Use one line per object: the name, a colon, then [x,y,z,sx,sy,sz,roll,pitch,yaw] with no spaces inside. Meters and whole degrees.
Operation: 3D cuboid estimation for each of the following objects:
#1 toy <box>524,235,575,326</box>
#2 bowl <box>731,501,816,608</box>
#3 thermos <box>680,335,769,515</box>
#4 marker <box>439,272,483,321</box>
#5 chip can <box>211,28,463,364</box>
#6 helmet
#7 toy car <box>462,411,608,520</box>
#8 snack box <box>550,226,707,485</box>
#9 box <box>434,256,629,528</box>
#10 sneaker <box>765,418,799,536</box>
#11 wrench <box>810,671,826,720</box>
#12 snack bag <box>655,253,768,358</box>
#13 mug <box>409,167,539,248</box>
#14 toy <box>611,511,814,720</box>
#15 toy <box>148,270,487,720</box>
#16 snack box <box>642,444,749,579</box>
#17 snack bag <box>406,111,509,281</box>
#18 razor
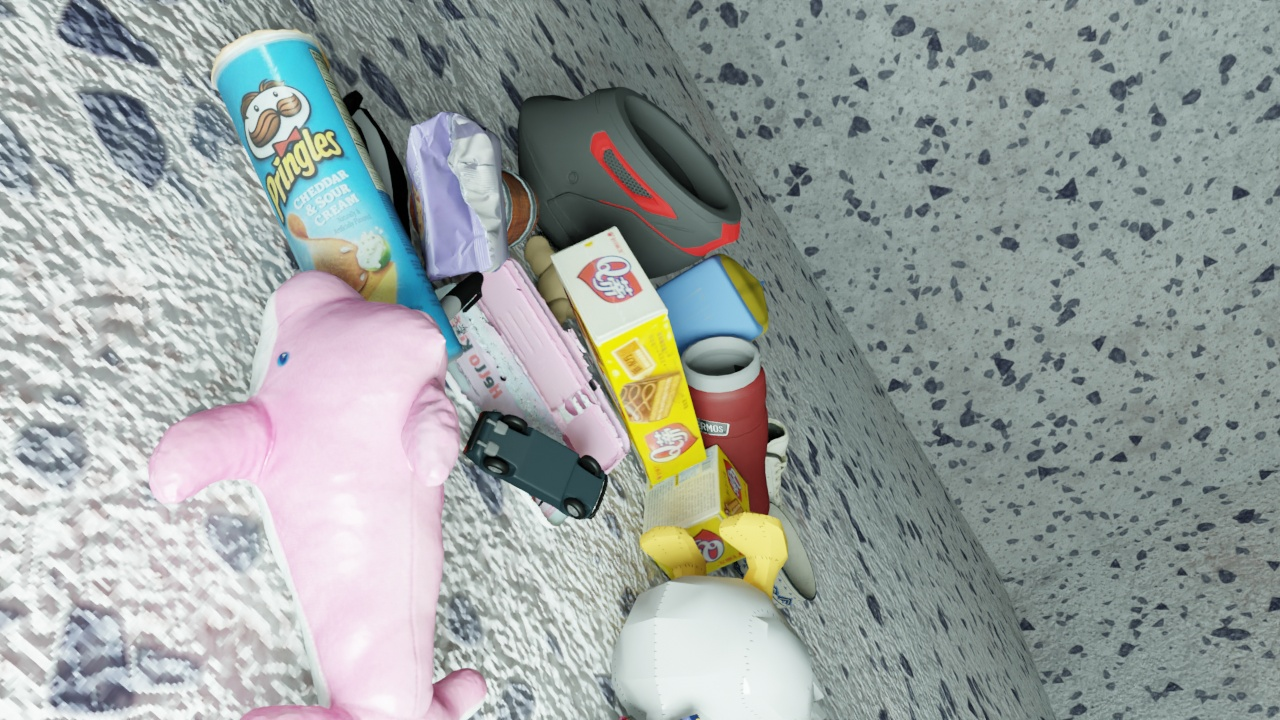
toy: [-0.049,-0.065,0.896,0.108,0.106,0.134,29,31,-38]
bowl: [0.139,0.220,1.010,0.115,0.059,0.115,50,22,-28]
thermos: [0.095,0.071,0.940,0.107,0.084,0.199,-45,138,-42]
marker: [-0.146,-0.026,0.657,0.022,0.016,0.138,66,32,-26]
chip can: [-0.192,-0.091,0.583,0.229,0.080,0.079,64,19,5]
helmet: [-0.032,-0.181,0.971,0.264,0.170,0.163,52,31,8]
toy car: [-0.074,0.076,0.662,0.112,0.034,0.046,33,63,-25]
snack box: [-0.005,0.005,0.803,0.230,0.061,0.110,71,-8,-53]
box: [-0.095,0.022,0.736,0.201,0.045,0.154,58,37,-6]
sneaker: [0.141,0.122,1.087,0.241,0.102,0.088,53,20,-25]
wrench: [0.116,0.298,0.908,0.273,0.018,0.066,43,25,-39]
snack bag: [0.062,-0.043,1.038,0.102,0.159,0.205,59,17,1]
mug: [-0.149,-0.141,0.784,0.117,0.081,0.111,41,15,4]
toy: [0.044,0.241,0.635,0.246,0.141,0.266,47,40,-38]
toy: [-0.129,0.063,0.450,0.186,0.128,0.265,18,53,-57]
snack box: [0.053,0.145,0.862,0.061,0.084,0.105,54,19,-23]
snack bag: [-0.125,-0.105,0.630,0.205,0.058,0.096,-164,-114,-74]
razor: [-0.190,-0.111,0.657,0.060,0.057,0.156,-24,85,-27]
